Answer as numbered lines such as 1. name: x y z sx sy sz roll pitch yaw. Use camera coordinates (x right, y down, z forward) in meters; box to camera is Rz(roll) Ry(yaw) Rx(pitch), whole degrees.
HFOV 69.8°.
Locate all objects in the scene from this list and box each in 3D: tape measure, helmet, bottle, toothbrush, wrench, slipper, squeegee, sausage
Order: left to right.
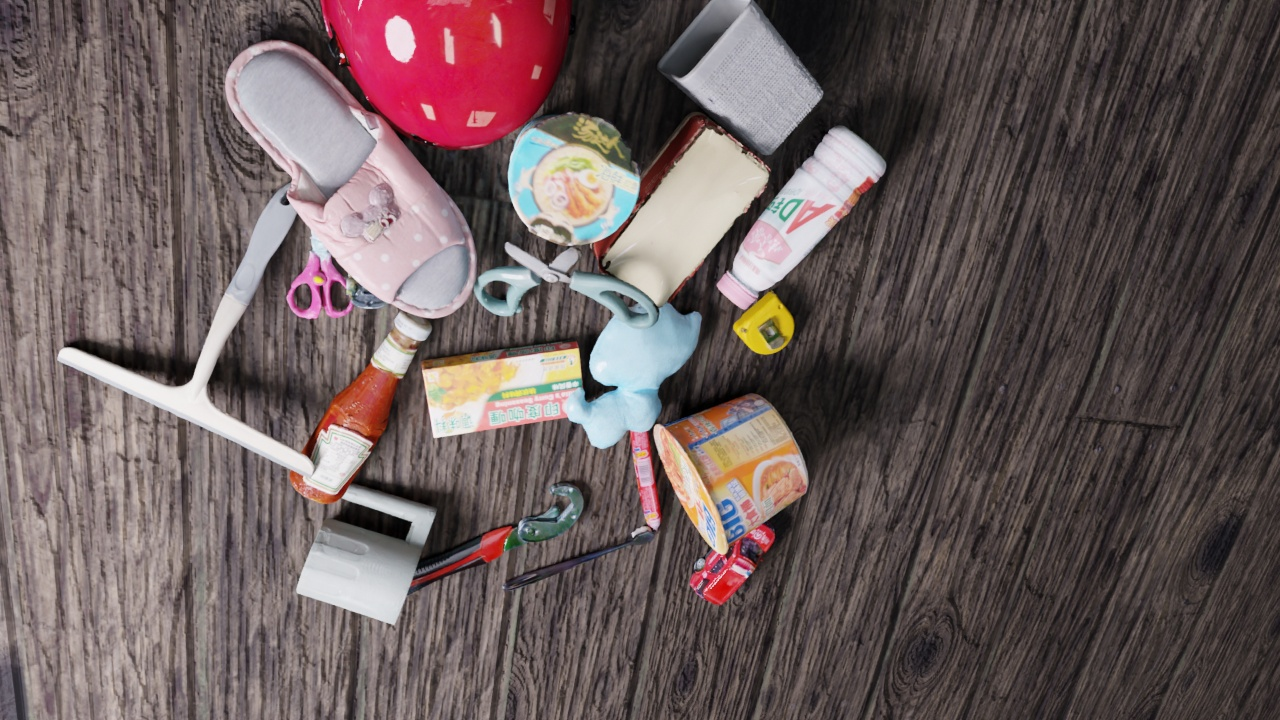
1. squeegee: -0.359 -0.048 0.816 0.246 0.039 0.247 28 97 -8
2. slipper: -0.241 -0.151 0.788 0.114 0.054 0.274 -40 109 -10
3. bottle: -0.266 0.043 0.883 0.059 0.059 0.206 29 103 -23
4. helmet: -0.146 -0.276 0.731 0.206 0.144 0.240 -10 116 -12
5. wrench: -0.186 0.208 0.998 0.273 0.016 0.056 -25 113 -3
6. toothbrush: -0.070 0.225 1.036 0.181 0.018 0.016 -21 123 -2
7. sausage: 0.005 0.125 1.008 0.020 0.020 0.156 -13 115 -9
8. tape measure: 0.134 -0.035 0.966 0.060 0.029 0.057 -41 117 6
9. bottle: 0.153 -0.137 0.909 0.068 0.068 0.197 34 105 -24

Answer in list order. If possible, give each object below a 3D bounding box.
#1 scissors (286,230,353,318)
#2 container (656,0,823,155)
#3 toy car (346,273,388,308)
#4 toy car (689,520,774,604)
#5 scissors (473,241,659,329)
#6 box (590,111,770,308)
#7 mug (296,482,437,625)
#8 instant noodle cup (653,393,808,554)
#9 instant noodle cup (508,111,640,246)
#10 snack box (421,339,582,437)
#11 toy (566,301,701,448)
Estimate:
1. scissors: -0.289 -0.102 0.840 0.063 0.017 0.135 5 108 -12
2. container: 0.093 -0.255 0.829 0.114 0.090 0.090 38 100 -28
3. toy car: -0.248 -0.093 0.842 0.043 0.034 0.090 0 99 -16
4. toy car: 0.109 0.232 1.068 0.053 0.045 0.120 32 100 -25
5. scissors: -0.070 -0.059 0.850 0.170 0.174 0.019 24 63 -27
6. box: 0.037 -0.134 0.845 0.091 0.079 0.168 33 107 -23
7. mug: -0.277 0.194 0.935 0.103 0.084 0.123 20 80 -10
8. instant noodle cup: 0.097 0.110 0.961 0.111 0.151 0.151 -26 117 -12
9. instant noodle cup: -0.068 -0.168 0.807 0.111 0.120 0.111 -5 113 -13
10. snack box: -0.137 0.028 0.926 0.155 0.027 0.077 -9 116 -10
11. toy: -0.005 0.005 0.933 0.161 0.050 0.156 -19 119 -18
